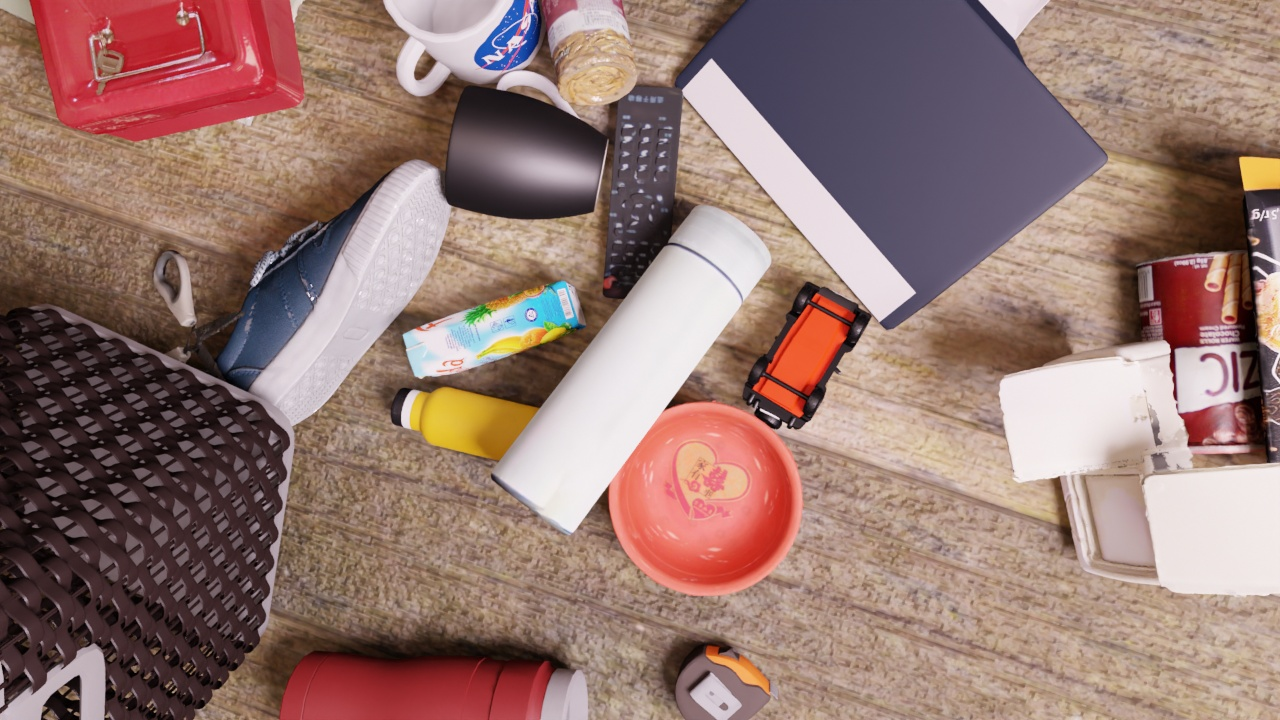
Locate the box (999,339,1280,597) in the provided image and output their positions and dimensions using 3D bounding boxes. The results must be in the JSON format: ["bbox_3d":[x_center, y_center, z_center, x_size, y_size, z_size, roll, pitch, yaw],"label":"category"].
[{"bbox_3d":[0.266,0.062,0.519,0.105,0.187,0.143,-9,82,-7],"label":"box"}]

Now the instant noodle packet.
[{"bbox_3d":[0.419,-0.011,0.554,0.159,0.032,0.220,-4,89,-28],"label":"instant noodle packet"}]

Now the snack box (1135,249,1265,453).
[{"bbox_3d":[0.354,-0.004,0.576,0.072,0.072,0.121,-3,89,8],"label":"snack box"}]

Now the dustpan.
[{"bbox_3d":[0.202,-0.199,0.616,0.274,0.080,0.236,-42,84,27],"label":"dustpan"}]

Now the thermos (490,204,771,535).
[{"bbox_3d":[-0.004,0.004,0.603,0.068,0.068,0.229,36,79,7],"label":"thermos"}]

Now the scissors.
[{"bbox_3d":[-0.336,-0.019,0.675,0.172,0.012,0.157,-38,63,29],"label":"scissors"}]

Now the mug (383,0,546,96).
[{"bbox_3d":[-0.128,-0.238,0.636,0.091,0.090,0.121,37,95,7],"label":"mug"}]

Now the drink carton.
[{"bbox_3d":[-0.105,-0.021,0.657,0.129,0.044,0.038,-18,87,6],"label":"drink carton"}]

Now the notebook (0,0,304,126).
[{"bbox_3d":[-0.375,-0.315,0.713,0.252,0.010,0.182,25,93,7],"label":"notebook"}]

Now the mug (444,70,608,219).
[{"bbox_3d":[-0.073,-0.153,0.641,0.100,0.085,0.118,11,61,-3],"label":"mug"}]

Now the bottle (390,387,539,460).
[{"bbox_3d":[-0.106,0.048,0.656,0.144,0.043,0.043,12,91,8],"label":"bottle"}]

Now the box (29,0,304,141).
[{"bbox_3d":[-0.337,-0.235,0.662,0.158,0.087,0.129,-9,89,4],"label":"box"}]

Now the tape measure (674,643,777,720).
[{"bbox_3d":[0.054,0.228,0.635,0.058,0.038,0.059,-42,84,6],"label":"tape measure"}]

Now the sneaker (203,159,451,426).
[{"bbox_3d":[-0.226,-0.056,0.656,0.087,0.089,0.236,41,99,11],"label":"sneaker"}]

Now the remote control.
[{"bbox_3d":[0.002,-0.118,0.653,0.047,0.022,0.150,6,93,8],"label":"remote control"}]

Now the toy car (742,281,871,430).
[{"bbox_3d":[0.110,-0.001,0.621,0.051,0.049,0.100,30,79,14],"label":"toy car"}]

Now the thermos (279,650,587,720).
[{"bbox_3d":[-0.143,0.256,0.631,0.199,0.107,0.084,1,127,10],"label":"thermos"}]

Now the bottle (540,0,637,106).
[{"bbox_3d":[-0.038,-0.235,0.630,0.056,0.056,0.105,-13,75,8],"label":"bottle"}]

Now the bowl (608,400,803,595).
[{"bbox_3d":[0.045,0.093,0.633,0.130,0.045,0.130,0,90,8],"label":"bowl"}]

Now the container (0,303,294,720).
[{"bbox_3d":[-0.390,0.132,0.562,0.245,0.243,0.248,23,117,8],"label":"container"}]
